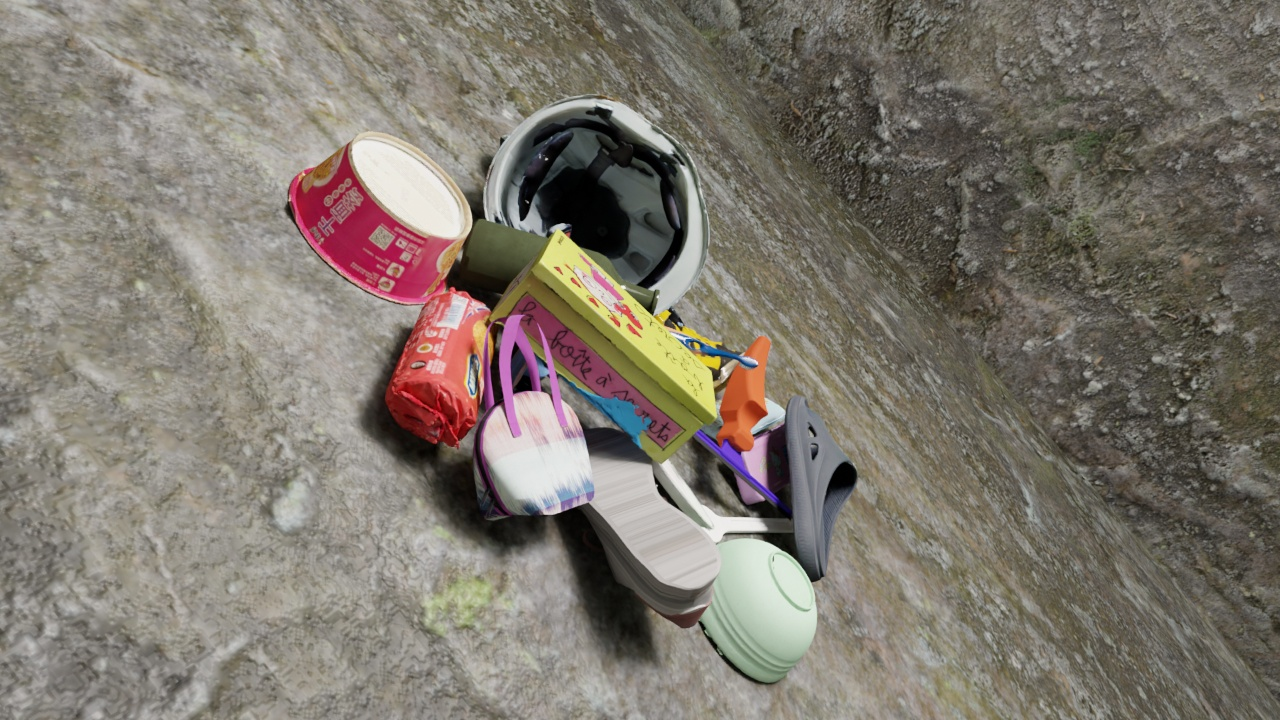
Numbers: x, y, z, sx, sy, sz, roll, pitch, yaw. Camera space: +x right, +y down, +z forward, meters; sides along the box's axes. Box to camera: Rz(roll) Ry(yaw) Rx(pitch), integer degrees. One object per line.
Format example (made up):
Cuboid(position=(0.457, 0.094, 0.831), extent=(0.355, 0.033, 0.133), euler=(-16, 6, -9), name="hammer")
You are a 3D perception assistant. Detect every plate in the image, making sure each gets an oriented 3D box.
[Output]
Cuboid(position=(0.026, 0.116, 0.962), extent=(0.157, 0.014, 0.157), euler=(53, 0, -1), name="plate")

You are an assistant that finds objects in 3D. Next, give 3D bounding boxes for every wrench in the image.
Cuboid(position=(0.142, 0.198, 1.099), extent=(0.273, 0.009, 0.047), euler=(13, 43, -50), name="wrench")

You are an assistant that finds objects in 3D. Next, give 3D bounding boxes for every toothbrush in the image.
Cuboid(position=(0.070, -0.015, 1.052), extent=(0.135, 0.017, 0.021), euler=(19, 62, 1), name="toothbrush")

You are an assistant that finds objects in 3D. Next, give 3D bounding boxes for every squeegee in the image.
Cuboid(position=(0.123, 0.052, 1.091), extent=(0.249, 0.055, 0.184), euler=(42, 56, -36), name="squeegee")

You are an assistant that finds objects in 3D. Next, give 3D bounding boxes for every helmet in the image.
Cuboid(position=(-0.050, -0.168, 1.083), extent=(0.264, 0.236, 0.163), euler=(39, 1, -7), name="helmet")

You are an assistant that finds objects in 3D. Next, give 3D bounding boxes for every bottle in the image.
Cuboid(position=(-0.083, -0.088, 0.969), extent=(0.207, 0.072, 0.071), euler=(16, 32, -5), name="bottle")

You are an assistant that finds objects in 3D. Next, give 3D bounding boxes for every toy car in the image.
Cuboid(position=(-0.103, -0.011, 0.945), extent=(0.055, 0.056, 0.153), euler=(36, 20, 5), name="toy car")

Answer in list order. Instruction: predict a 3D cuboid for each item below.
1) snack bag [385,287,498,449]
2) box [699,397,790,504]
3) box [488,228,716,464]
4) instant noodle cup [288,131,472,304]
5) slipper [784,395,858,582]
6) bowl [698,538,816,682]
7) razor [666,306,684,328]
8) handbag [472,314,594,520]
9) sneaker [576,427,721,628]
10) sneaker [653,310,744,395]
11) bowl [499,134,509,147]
Cuboid(position=(-0.174, 0.004, 0.803), extent=(0.082, 0.082, 0.176), euler=(38, 27, -21), name="snack bag")
Cuboid(position=(0.150, 0.102, 1.206), extent=(0.149, 0.051, 0.213), euler=(51, 26, 13), name="box")
Cuboid(position=(-0.029, -0.014, 0.883), extent=(0.221, 0.082, 0.124), euler=(40, 19, -10), name="box")
Cuboid(position=(-0.241, -0.147, 0.897), extent=(0.178, 0.078, 0.178), euler=(36, 29, -24), name="instant noodle cup")
Cuboid(position=(0.224, 0.145, 1.126), extent=(0.267, 0.083, 0.111), euler=(-84, 161, -45), name="slipper")
Cuboid(position=(0.128, 0.243, 0.940), extent=(0.151, 0.077, 0.150), euler=(37, 27, -23), name="bowl")
Cuboid(position=(0.033, -0.068, 1.229), extent=(0.053, 0.064, 0.140), euler=(13, 40, -48), name="razor")
Cuboid(position=(-0.098, 0.045, 0.785), extent=(0.144, 0.068, 0.170), euler=(-7, 88, -60), name="handbag")
Cuboid(position=(-0.009, 0.157, 0.855), extent=(0.099, 0.090, 0.236), euler=(-12, 37, -25), name="sneaker")
Cuboid(position=(0.050, -0.006, 1.142), extent=(0.122, 0.086, 0.238), euler=(58, 31, 10), name="sneaker")
Cuboid(position=(-0.145, -0.242, 1.193), extent=(0.110, 0.055, 0.110), euler=(32, 21, -14), name="bowl")
